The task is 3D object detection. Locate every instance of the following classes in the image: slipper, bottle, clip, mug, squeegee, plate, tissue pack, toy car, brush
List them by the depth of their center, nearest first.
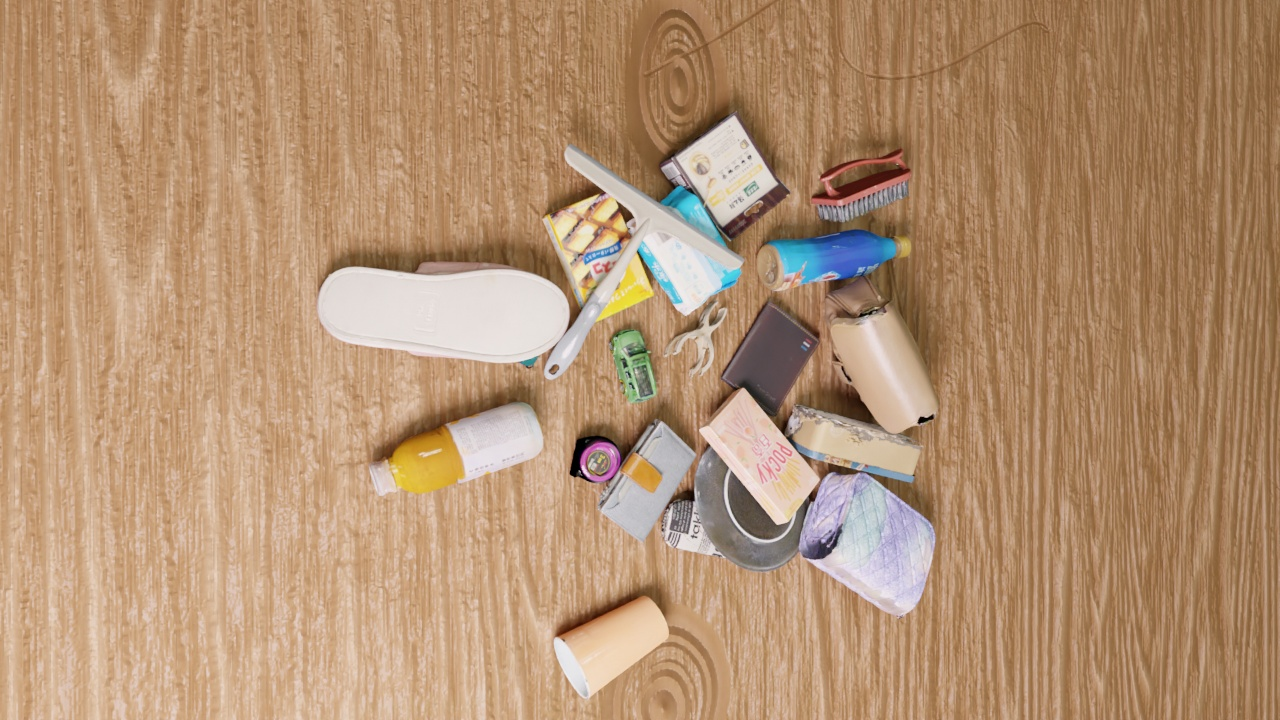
[{"bbox_3d":[-0.203,0.102,1.020,0.189,0.068,0.068,-18,96,-21],"label":"bottle"},{"bbox_3d":[-0.216,-0.055,1.021,0.274,0.054,0.114,1,87,-13],"label":"slipper"},{"bbox_3d":[-0.043,-0.081,1.061,0.246,0.039,0.246,33,93,-9],"label":"squeegee"},{"bbox_3d":[-0.031,0.335,1.089,0.122,0.078,0.078,-24,99,-25],"label":"mug"},{"bbox_3d":[-0.007,0.007,1.118,0.043,0.036,0.091,-18,93,-20],"label":"toy car"},{"bbox_3d":[0.053,-0.133,1.126,0.090,0.063,0.140,-36,101,-14],"label":"tissue pack"},{"bbox_3d":[0.147,0.174,1.154,0.179,0.024,0.179,11,66,-26],"label":"plate"},{"bbox_3d":[0.081,-0.019,1.155,0.103,0.035,0.092,-34,98,-26],"label":"clip"},{"bbox_3d":[0.261,-0.138,1.208,0.218,0.065,0.065,-11,94,-21],"label":"bottle"},{"bbox_3d":[0.302,-0.237,1.227,0.145,0.063,0.069,-23,111,-22],"label":"brush"}]

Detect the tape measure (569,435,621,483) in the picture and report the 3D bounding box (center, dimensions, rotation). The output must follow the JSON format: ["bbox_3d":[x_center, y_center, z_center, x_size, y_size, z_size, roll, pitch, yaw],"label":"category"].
[{"bbox_3d":[-0.053,0.118,1.097,0.058,0.039,0.057,11,86,-17],"label":"tape measure"}]

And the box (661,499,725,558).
[{"bbox_3d":[0.104,0.216,1.152,0.164,0.058,0.070,13,60,-22],"label":"box"}]

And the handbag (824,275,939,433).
[{"bbox_3d":[0.306,-0.002,1.187,0.100,0.147,0.204,-29,99,5],"label":"handbag"}]

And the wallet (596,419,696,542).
[{"bbox_3d":[0.011,0.145,1.104,0.129,0.037,0.106,-57,140,-12],"label":"wallet"}]

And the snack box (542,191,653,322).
[{"bbox_3d":[-0.050,-0.124,1.101,0.086,0.034,0.140,-25,101,-19],"label":"snack box"}]

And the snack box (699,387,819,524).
[{"bbox_3d":[0.150,0.119,1.146,0.157,0.026,0.084,50,54,-5],"label":"snack box"}]

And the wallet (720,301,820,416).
[{"bbox_3d":[0.170,-0.001,1.199,0.096,0.020,0.122,36,80,-18],"label":"wallet"}]

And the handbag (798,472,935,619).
[{"bbox_3d":[0.298,0.238,1.201,0.194,0.076,0.134,37,63,-28],"label":"handbag"}]

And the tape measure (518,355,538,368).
[{"bbox_3d":[-0.139,-0.025,1.069,0.058,0.025,0.054,33,79,-19],"label":"tape measure"}]

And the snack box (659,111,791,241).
[{"bbox_3d":[0.107,-0.228,1.153,0.113,0.053,0.125,-39,104,-18],"label":"snack box"}]

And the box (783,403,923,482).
[{"bbox_3d":[0.284,0.109,1.204,0.184,0.090,0.060,17,95,-19],"label":"box"}]
